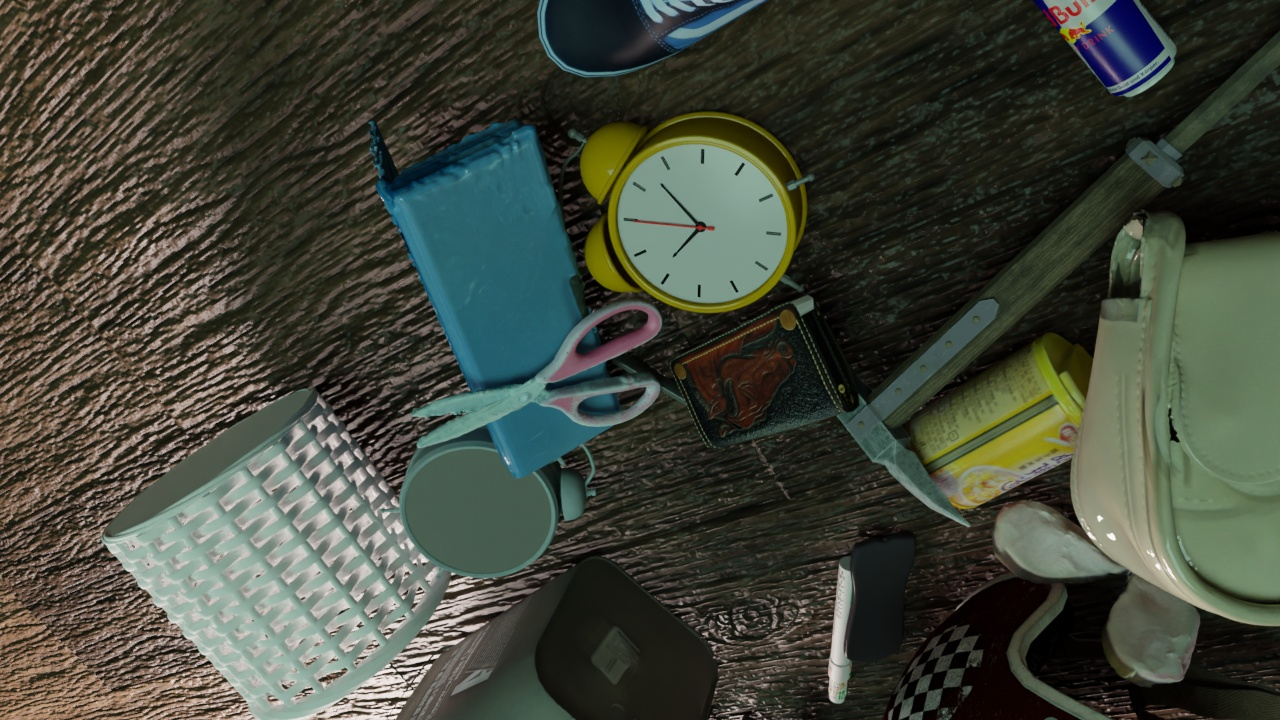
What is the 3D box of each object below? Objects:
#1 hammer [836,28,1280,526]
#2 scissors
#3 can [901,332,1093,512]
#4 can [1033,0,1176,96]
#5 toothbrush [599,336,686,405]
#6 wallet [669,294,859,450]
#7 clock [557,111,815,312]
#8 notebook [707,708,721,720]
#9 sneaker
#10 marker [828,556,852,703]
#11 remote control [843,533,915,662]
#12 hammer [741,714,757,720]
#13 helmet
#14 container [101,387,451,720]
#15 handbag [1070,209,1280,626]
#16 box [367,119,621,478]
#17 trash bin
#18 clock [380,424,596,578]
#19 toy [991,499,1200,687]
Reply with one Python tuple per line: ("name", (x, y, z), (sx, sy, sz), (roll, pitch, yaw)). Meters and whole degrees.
("hammer", (0.220, -0.057, 0.466), (0.318, 0.028, 0.147), (-50, 60, 30))
("scissors", (-0.060, 0.030, 0.580), (0.016, 0.179, 0.108), (47, 158, 42))
("can", (0.213, 0.037, 0.532), (0.067, 0.067, 0.105), (44, 127, -9))
("can", (0.206, -0.166, 0.424), (0.095, 0.032, 0.032), (44, 126, -10))
("toothbrush", (-0.004, 0.004, 0.631), (0.167, 0.012, 0.013), (30, 135, 1))
("wallet", (0.073, 0.012, 0.568), (0.123, 0.019, 0.072), (-26, 87, 51))
("clock", (0.024, -0.085, 0.539), (0.152, 0.051, 0.114), (7, 124, 13))
("notebook", (-0.015, 0.398, 0.769), (0.029, 0.208, 0.170), (42, 128, 1))
("sneaker", (0.037, -0.199, 0.429), (0.242, 0.098, 0.083), (-17, 114, 30))
("marker", (0.154, 0.208, 0.697), (0.017, 0.017, 0.146), (8, 123, 17))
("remote control", (0.171, 0.174, 0.663), (0.046, 0.009, 0.125), (-8, 122, -7))
("hammer", (0.125, 0.279, 0.651), (0.111, 0.028, 0.301), (19, 159, 12))
("helmet", (0.277, 0.252, 0.565), (0.233, 0.252, 0.235), (43, 142, -8))
("container", (-0.280, 0.149, 0.727), (0.190, 0.188, 0.187), (-21, 110, 31))
("handbag", (0.313, 0.009, 0.383), (0.229, 0.132, 0.184), (-10, 93, 0))
("box", (-0.095, -0.046, 0.589), (0.110, 0.094, 0.232), (45, 159, 45))
("trash bin", (-0.072, 0.296, 0.746), (0.197, 0.196, 0.221), (42, 121, -6))
("clock", (-0.110, 0.100, 0.697), (0.159, 0.045, 0.122), (-29, 110, 13))
("toy", (0.312, 0.067, 0.515), (0.105, 0.131, 0.206), (12, 113, -39))
